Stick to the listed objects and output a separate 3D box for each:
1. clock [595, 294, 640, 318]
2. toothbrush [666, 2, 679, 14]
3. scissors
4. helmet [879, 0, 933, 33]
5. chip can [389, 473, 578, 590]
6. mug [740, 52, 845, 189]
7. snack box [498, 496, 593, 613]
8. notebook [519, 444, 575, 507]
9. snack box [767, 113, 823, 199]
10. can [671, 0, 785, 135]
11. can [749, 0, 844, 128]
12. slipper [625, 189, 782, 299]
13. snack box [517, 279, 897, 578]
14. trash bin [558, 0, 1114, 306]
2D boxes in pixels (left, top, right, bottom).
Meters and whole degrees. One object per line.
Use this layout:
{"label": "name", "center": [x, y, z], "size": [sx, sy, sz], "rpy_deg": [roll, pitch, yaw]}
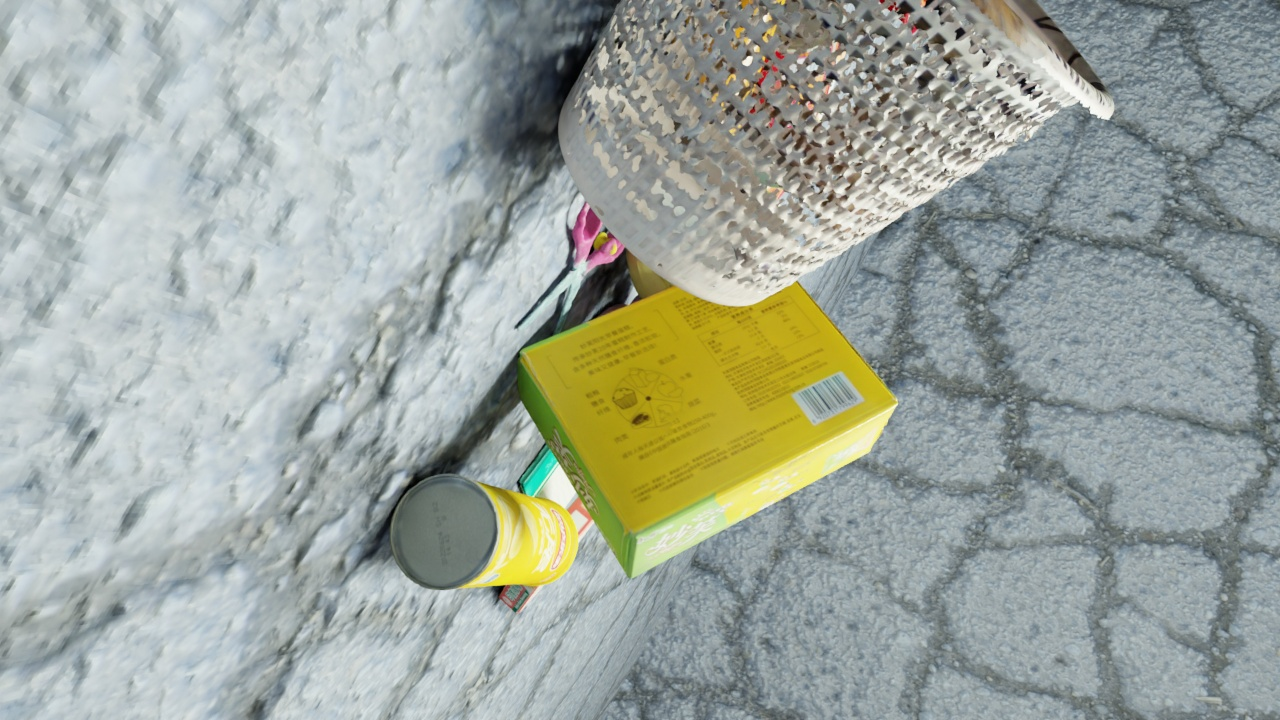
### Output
{"label": "clock", "center": [-0.004, 0.004, 0.750], "size": [0.158, 0.060, 0.117], "rpy_deg": [-54, 158, -26]}
{"label": "toothbrush", "center": [-0.001, -0.204, 0.455], "size": [0.014, 0.016, 0.189], "rpy_deg": [-58, 168, 9]}
{"label": "scissors", "center": [-0.038, -0.065, 0.607], "size": [0.133, 0.017, 0.135], "rpy_deg": [-48, 165, -30]}
{"label": "helmet", "center": [0.228, -0.376, 0.675], "size": [0.240, 0.144, 0.207], "rpy_deg": [-47, 167, 6]}
{"label": "chip can", "center": [-0.100, 0.124, 0.646], "size": [0.072, 0.072, 0.213], "rpy_deg": [-59, 166, -7]}
{"label": "mug", "center": [0.117, -0.212, 0.747], "size": [0.122, 0.078, 0.078], "rpy_deg": [-64, 167, -4]}
{"label": "snack box", "center": [-0.082, 0.176, 0.832], "size": [0.076, 0.027, 0.156], "rpy_deg": [-46, 173, -33]}
{"label": "notebook", "center": [-0.041, 0.056, 0.850], "size": [0.208, 0.012, 0.151], "rpy_deg": [-54, 164, -22]}
{"label": "snack box", "center": [0.124, -0.190, 0.867], "size": [0.113, 0.044, 0.127], "rpy_deg": [-50, 163, -37]}
{"label": "can", "center": [0.045, -0.182, 0.572], "size": [0.058, 0.058, 0.146], "rpy_deg": [-44, 159, -49]}
{"label": "can", "center": [0.100, -0.205, 0.628], "size": [0.066, 0.066, 0.094], "rpy_deg": [-56, 165, -19]}
{"label": "slipper", "center": [0.066, -0.092, 0.720], "size": [0.190, 0.082, 0.092], "rpy_deg": [-30, 109, -48]}
{"label": "snack box", "center": [0.042, 0.028, 0.631], "size": [0.209, 0.157, 0.070], "rpy_deg": [-24, 151, -19]}
{"label": "trash bin", "center": [0.072, -0.139, 0.446], "size": [0.193, 0.227, 0.226], "rpy_deg": [-43, 178, 33]}
